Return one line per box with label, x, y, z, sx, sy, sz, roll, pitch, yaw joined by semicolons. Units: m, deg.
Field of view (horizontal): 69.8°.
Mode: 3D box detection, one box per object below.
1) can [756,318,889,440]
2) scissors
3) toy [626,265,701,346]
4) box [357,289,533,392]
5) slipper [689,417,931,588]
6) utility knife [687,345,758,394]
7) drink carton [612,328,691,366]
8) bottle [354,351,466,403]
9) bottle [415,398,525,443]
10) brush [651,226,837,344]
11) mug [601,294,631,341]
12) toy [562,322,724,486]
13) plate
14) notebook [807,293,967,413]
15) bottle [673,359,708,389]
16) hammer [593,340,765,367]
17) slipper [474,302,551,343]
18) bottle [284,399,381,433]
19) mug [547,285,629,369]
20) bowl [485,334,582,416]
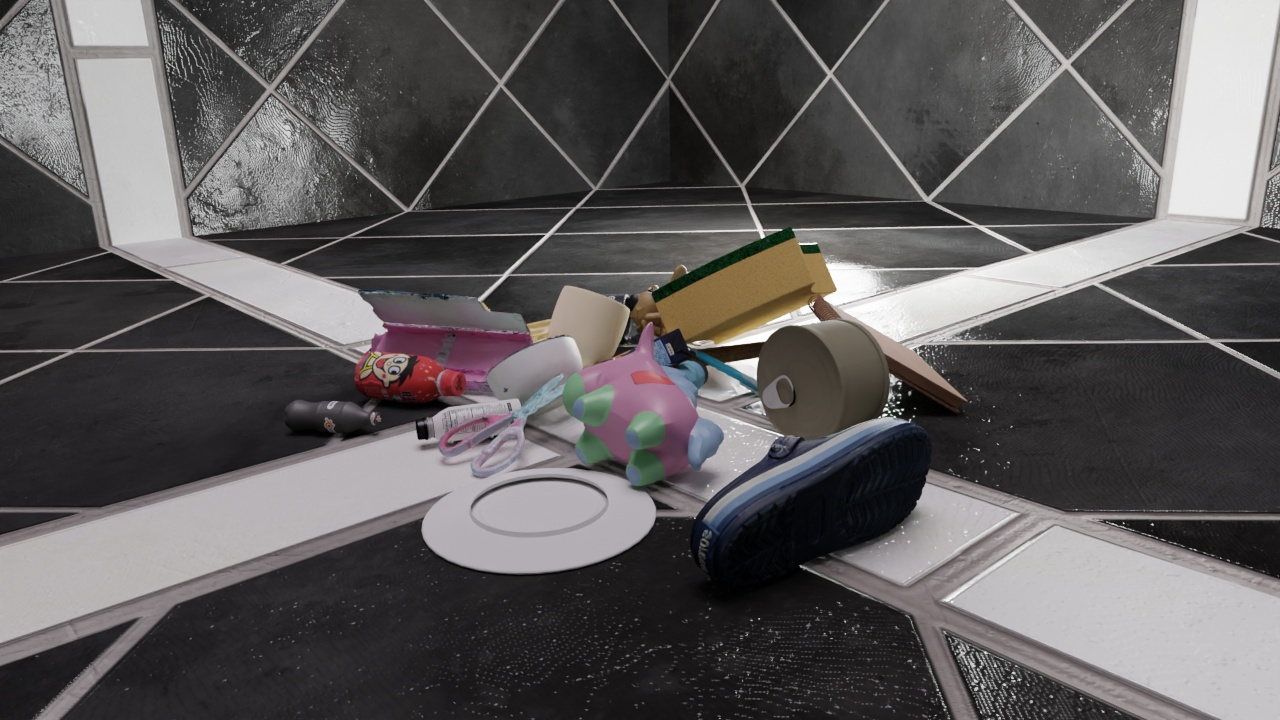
can;0.194;0.021;0.982;0.073;0.128;0.128;-11;19;-34
scissors;-0.120;0.066;0.968;0.178;0.016;0.105;-29;39;-27
toy;0.032;-0.064;1.363;0.105;0.134;0.108;14;35;-32
box;-0.261;-0.024;1.174;0.231;0.106;0.086;4;59;18
slipper;0.137;0.101;0.751;0.252;0.105;0.095;-16;29;-33
utility knife;0.107;0.011;1.144;0.124;0.015;0.022;30;-13;21
drink carton;-0.007;0.007;1.117;0.129;0.040;0.064;-25;1;-23
bottle;-0.282;0.023;1.137;0.138;0.062;0.061;4;18;23
bottle;-0.188;0.069;1.009;0.116;0.041;0.041;-7;17;-17
brush;0.146;-0.092;1.233;0.195;0.075;0.249;-24;-6;18
mug;-0.060;-0.053;1.380;0.077;0.071;0.104;1;44;11
toy;0.011;0.052;0.943;0.222;0.120;0.170;20;31;40
plate;-0.090;0.133;0.824;0.208;0.015;0.208;-2;16;0
notebook;0.295;-0.016;1.131;0.169;0.022;0.210;29;14;-9
bottle;0.044;0.029;1.122;0.040;0.040;0.129;8;19;30
hammer;0.098;-0.006;1.208;0.322;0.040;0.129;-8;-2;-3
slipper;-0.203;-0.038;1.287;0.261;0.079;0.111;-10;26;-16
bottle;-0.349;0.064;1.046;0.110;0.036;0.036;2;17;11
mug;-0.070;-0.035;1.251;0.096;0.099;0.120;17;-5;29
bowl;-0.116;0.024;1.073;0.113;0.063;0.113;-25;-12;-6
